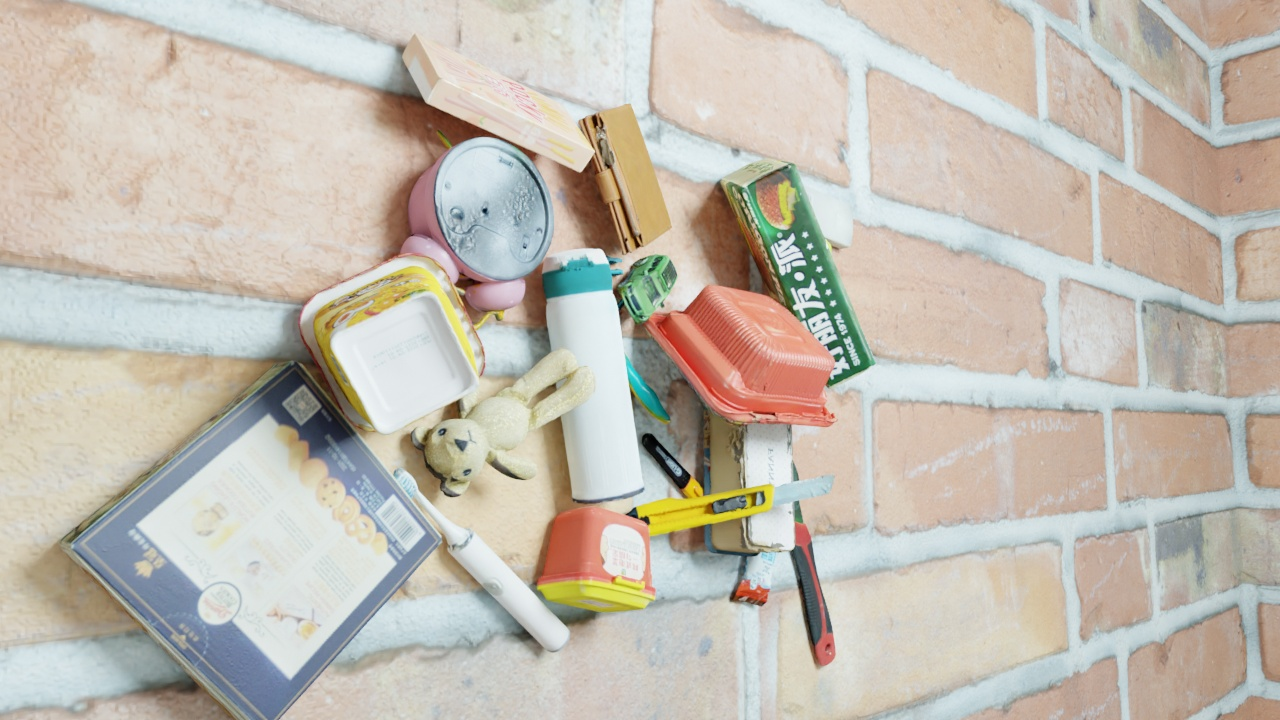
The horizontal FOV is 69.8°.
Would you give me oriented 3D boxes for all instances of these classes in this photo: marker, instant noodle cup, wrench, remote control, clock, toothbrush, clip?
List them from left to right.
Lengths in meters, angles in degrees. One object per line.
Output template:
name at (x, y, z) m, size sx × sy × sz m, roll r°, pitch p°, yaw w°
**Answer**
instant noodle cup at (-0.170, -0.007, 0.650) m, size 0.116 × 0.124 × 0.116 m, roll -28°, pitch 106°, yaw -13°
clock at (-0.137, -0.102, 0.755) m, size 0.117 × 0.060 × 0.158 m, roll 22°, pitch 70°, yaw -41°
toothbrush at (-0.131, 0.166, 0.757) m, size 0.221 × 0.027 × 0.026 m, roll 54°, pitch 16°, yaw -26°
clip at (-0.038, -0.090, 0.876) m, size 0.056 × 0.014 × 0.041 m, roll 1°, pitch 86°, yaw -41°
marker at (0.040, 0.115, 0.928) m, size 0.124 × 0.015 × 0.018 m, roll 49°, pitch 55°, yaw -29°
instant noodle cup at (0.113, -0.008, 0.910) m, size 0.188 × 0.164 × 0.079 m, roll 7°, pitch 124°, yaw -44°
wrench at (0.185, 0.224, 1.052) m, size 0.056 × 0.016 × 0.273 m, roll -26°, pitch 103°, yaw -40°
remote control at (0.212, -0.177, 1.112) m, size 0.135 × 0.019 × 0.056 m, roll 11°, pitch 79°, yaw -42°

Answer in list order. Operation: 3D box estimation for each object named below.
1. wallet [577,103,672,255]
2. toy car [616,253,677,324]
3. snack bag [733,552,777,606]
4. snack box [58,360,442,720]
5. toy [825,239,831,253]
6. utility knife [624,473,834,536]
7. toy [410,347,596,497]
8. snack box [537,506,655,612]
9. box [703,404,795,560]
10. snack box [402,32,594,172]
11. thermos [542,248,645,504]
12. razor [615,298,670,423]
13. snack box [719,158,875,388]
wallet at (-0.013, -0.175, 0.878) m, size 0.132 × 0.031 × 0.107 m, roll 69°, pitch 25°, yaw -14°
toy car at (0.008, -0.072, 0.893) m, size 0.043 × 0.036 × 0.091 m, roll 62°, pitch 33°, yaw -22°
snack bag at (0.130, 0.213, 0.994) m, size 0.048 × 0.026 × 0.104 m, roll 24°, pitch 70°, yaw -34°
snack box at (-0.255, 0.125, 0.633) m, size 0.182 × 0.046 × 0.178 m, roll -48°, pitch 117°, yaw -35°
toy at (0.196, -0.115, 1.082) m, size 0.099 × 0.031 × 0.097 m, roll -21°, pitch 110°, yaw -40°
utility knife at (0.088, 0.137, 0.887) m, size 0.216 × 0.015 × 0.033 m, roll -11°, pitch 78°, yaw -7°
toy at (-0.107, 0.046, 0.751) m, size 0.157 × 0.066 × 0.105 m, roll -34°, pitch 89°, yaw -22°
snack box at (-0.035, 0.176, 0.812) m, size 0.091 × 0.082 × 0.080 m, roll 26°, pitch 59°, yaw -39°
box at (0.113, 0.122, 0.952) m, size 0.089 × 0.061 × 0.184 m, roll 19°, pitch 68°, yaw -42°
snack box at (-0.117, -0.215, 0.772) m, size 0.157 × 0.026 × 0.084 m, roll 15°, pitch 32°, yaw -41°
thermos at (-0.045, 0.011, 0.825) m, size 0.073 × 0.073 × 0.224 m, roll -11°, pitch 94°, yaw -43°
razor at (-0.005, 0.005, 0.887) m, size 0.132 × 0.028 × 0.043 m, roll 64°, pitch 21°, yaw -14°
snack box at (0.168, -0.096, 0.991) m, size 0.063 × 0.114 × 0.240 m, roll -26°, pitch 106°, yaw 1°
